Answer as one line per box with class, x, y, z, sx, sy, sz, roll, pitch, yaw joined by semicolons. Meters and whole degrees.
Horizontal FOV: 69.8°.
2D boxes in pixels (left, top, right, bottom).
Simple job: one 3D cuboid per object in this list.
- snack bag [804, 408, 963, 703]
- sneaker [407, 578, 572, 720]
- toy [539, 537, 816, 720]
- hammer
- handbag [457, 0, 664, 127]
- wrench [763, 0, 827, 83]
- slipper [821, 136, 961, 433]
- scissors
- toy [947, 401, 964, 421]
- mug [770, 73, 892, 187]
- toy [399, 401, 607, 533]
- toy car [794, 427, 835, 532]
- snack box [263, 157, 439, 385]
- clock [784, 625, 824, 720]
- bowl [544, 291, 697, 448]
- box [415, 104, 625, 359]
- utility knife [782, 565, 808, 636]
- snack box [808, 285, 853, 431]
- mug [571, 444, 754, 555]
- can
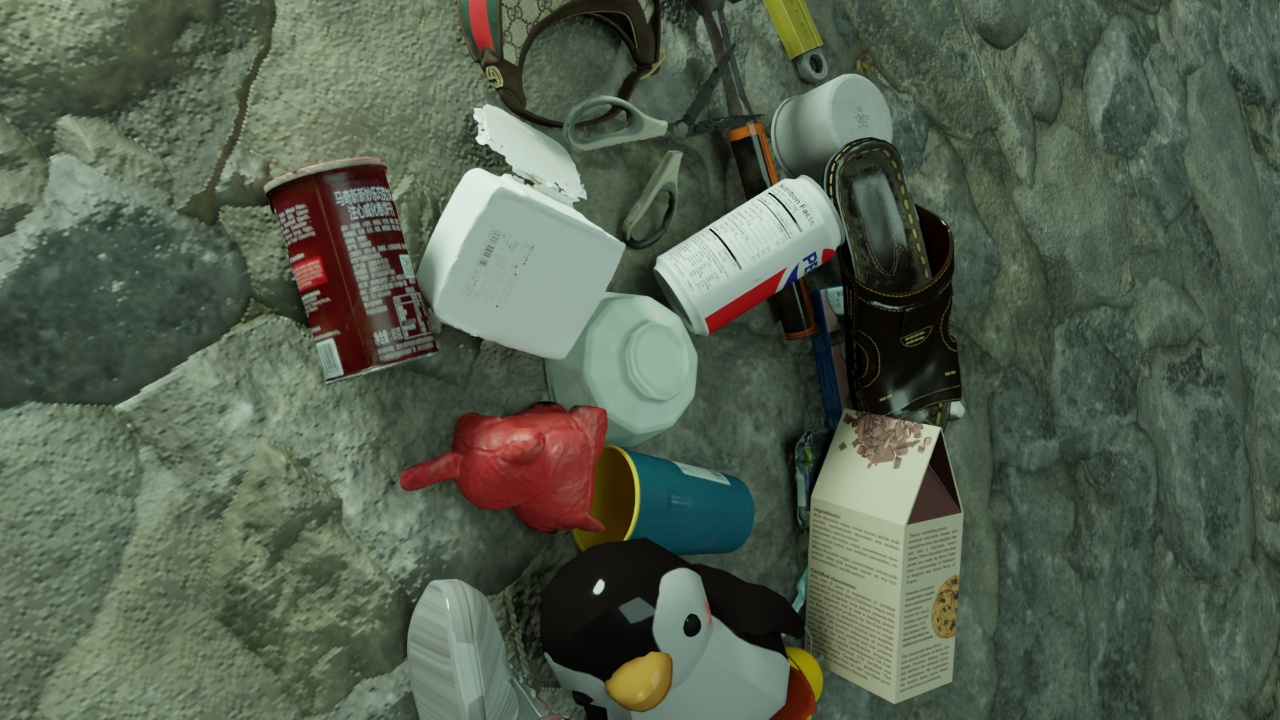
snack bag;0.192;0.147;0.728;0.069;0.094;0.206;-3;98;-34
sneaker;-0.073;0.237;0.564;0.089;0.099;0.236;-15;100;-34
toy;0.006;0.171;0.586;0.159;0.140;0.184;-35;134;8
hammer;0.097;-0.170;0.755;0.137;0.035;0.314;-35;111;-54
handbag;-0.048;-0.243;0.669;0.166;0.063;0.138;-31;119;-37
wrench;0.097;-0.368;0.798;0.083;0.018;0.273;-34;103;-32
slipper;0.209;-0.047;0.740;0.112;0.076;0.268;-15;99;-18
scissors;0.018;-0.155;0.672;0.170;0.012;0.158;-4;122;-29
toy;0.263;0.000;0.855;0.079;0.038;0.122;7;81;-21
mug;0.178;-0.201;0.802;0.113;0.071;0.084;-13;92;-33
toy;-0.083;0.080;0.588;0.132;0.088;0.094;-7;99;-33
toy car;0.146;0.099;0.767;0.038;0.027;0.090;-8;99;-32
snack box;-0.170;-0.052;0.547;0.072;0.072;0.121;-19;96;-34
clock;0.080;0.258;0.692;0.113;0.052;0.151;44;67;-22
bowl;-0.004;0.004;0.659;0.117;0.061;0.117;6;80;-34
box;-0.086;-0.101;0.616;0.107;0.132;0.152;19;104;-39
utility knife;0.150;0.170;0.773;0.022;0.015;0.140;50;63;-27
snack box;0.200;0.008;0.801;0.088;0.033;0.154;-11;90;-17
mug;0.020;0.105;0.657;0.121;0.078;0.078;12;77;-37
can;0.081;-0.079;0.691;0.132;0.070;0.070;-32;104;-4
